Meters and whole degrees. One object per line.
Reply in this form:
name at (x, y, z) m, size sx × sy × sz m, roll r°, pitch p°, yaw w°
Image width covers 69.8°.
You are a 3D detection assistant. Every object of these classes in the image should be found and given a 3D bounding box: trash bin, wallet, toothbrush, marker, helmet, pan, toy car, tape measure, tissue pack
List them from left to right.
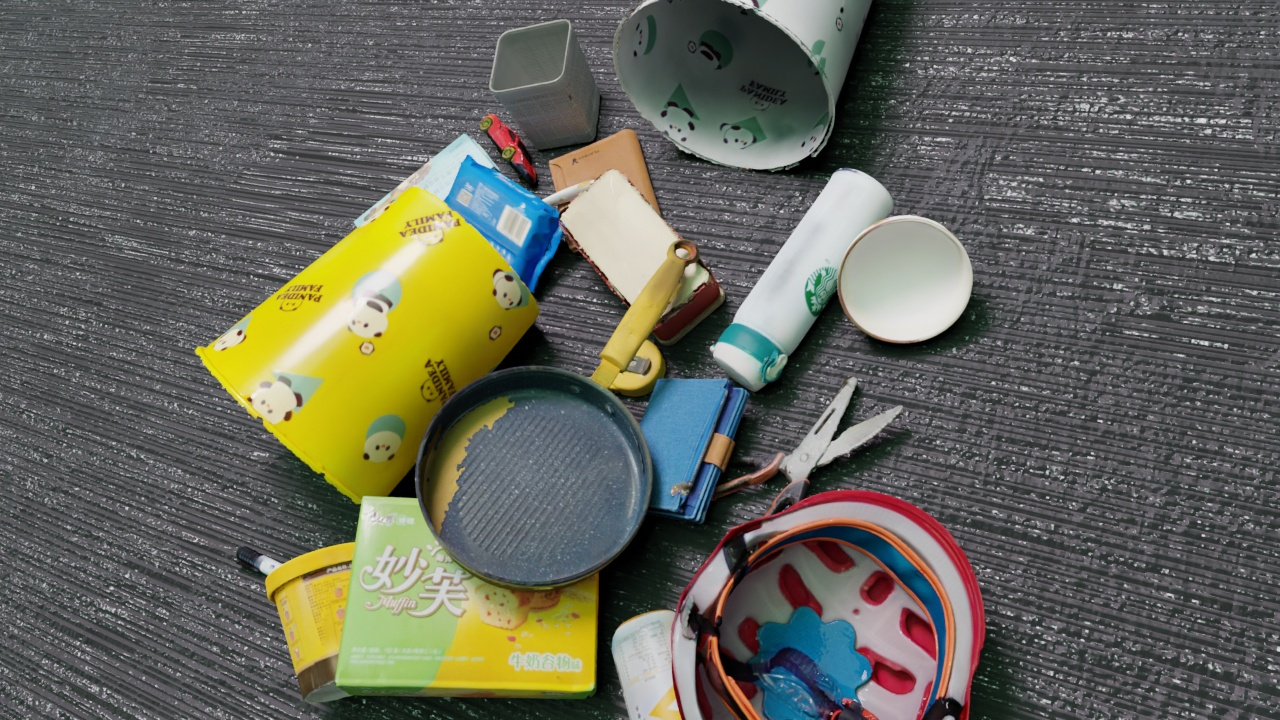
marker at (-0.367, 0.221, 0.941) m, size 0.131 × 0.018 × 0.022 m, roll 17°, pitch 84°, yaw 28°
trash bin at (-0.252, -0.019, 0.904) m, size 0.230 × 0.230 × 0.255 m, roll 36°, pitch 76°, yaw 31°
tissue pack at (-0.153, -0.149, 0.999) m, size 0.157 × 0.052 × 0.095 m, roll 35°, pitch 109°, yaw 20°
toy car at (-0.150, -0.246, 1.071) m, size 0.031 × 0.049 × 0.106 m, roll -36°, pitch 57°, yaw 2°
toothbrush at (-0.119, -0.173, 1.019) m, size 0.192 × 0.016 × 0.018 m, roll -13°, pitch 56°, yaw 31°
pan at (-0.047, 0.034, 0.803) m, size 0.198 × 0.078 × 0.356 m, roll 31°, pitch 62°, yaw 8°
wallet at (-0.041, -0.187, 1.012) m, size 0.108 × 0.031 × 0.131 m, roll -19°, pitch 59°, yaw 9°
tape measure at (-0.005, 0.005, 0.902) m, size 0.057 × 0.029 × 0.060 m, roll 8°, pitch 69°, yaw 24°
wallet at (0.035, 0.079, 0.834) m, size 0.107 × 0.040 × 0.132 m, roll 1°, pitch 61°, yaw 44°
trash bin at (0.126, -0.363, 0.930) m, size 0.230 × 0.230 × 0.251 m, roll 14°, pitch 65°, yaw 26°
helmet at (0.130, 0.222, 0.678) m, size 0.207 × 0.144 × 0.239 m, roll 39°, pitch 63°, yaw 19°

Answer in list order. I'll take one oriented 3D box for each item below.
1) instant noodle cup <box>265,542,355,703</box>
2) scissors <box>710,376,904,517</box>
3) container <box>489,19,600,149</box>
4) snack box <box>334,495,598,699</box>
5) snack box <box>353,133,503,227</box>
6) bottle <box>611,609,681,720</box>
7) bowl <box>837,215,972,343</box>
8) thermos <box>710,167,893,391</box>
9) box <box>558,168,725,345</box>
instant noodle cup at (-0.271, 0.241, 0.841) m, size 0.118 × 0.118 × 0.114 m, roll -25°, pitch 66°, yaw 7°
scissors at (0.124, 0.101, 0.793) m, size 0.227 × 0.015 × 0.188 m, roll -15°, pitch 44°, yaw 23°
container at (-0.102, -0.307, 1.044) m, size 0.090 × 0.114 × 0.090 m, roll -4°, pitch 63°, yaw 19°
snack box at (-0.141, 0.204, 0.784) m, size 0.210 × 0.070 × 0.157 m, roll 4°, pitch 63°, yaw -7°
snack box at (-0.243, -0.180, 1.072) m, size 0.175 × 0.051 × 0.074 m, roll -39°, pitch 58°, yaw -1°
bottle at (0.030, 0.295, 0.721) m, size 0.068 × 0.068 × 0.189 m, roll -24°, pitch 59°, yaw 8°
bowl at (0.234, -0.078, 0.820) m, size 0.114 × 0.113 × 0.062 m, roll -8°, pitch 21°, yaw 17°
thermos at (0.151, -0.073, 0.858) m, size 0.073 × 0.073 × 0.224 m, roll 30°, pitch 79°, yaw 30°
box at (-0.001, -0.107, 0.909) m, size 0.091 × 0.080 × 0.168 m, roll -40°, pitch 68°, yaw 4°
